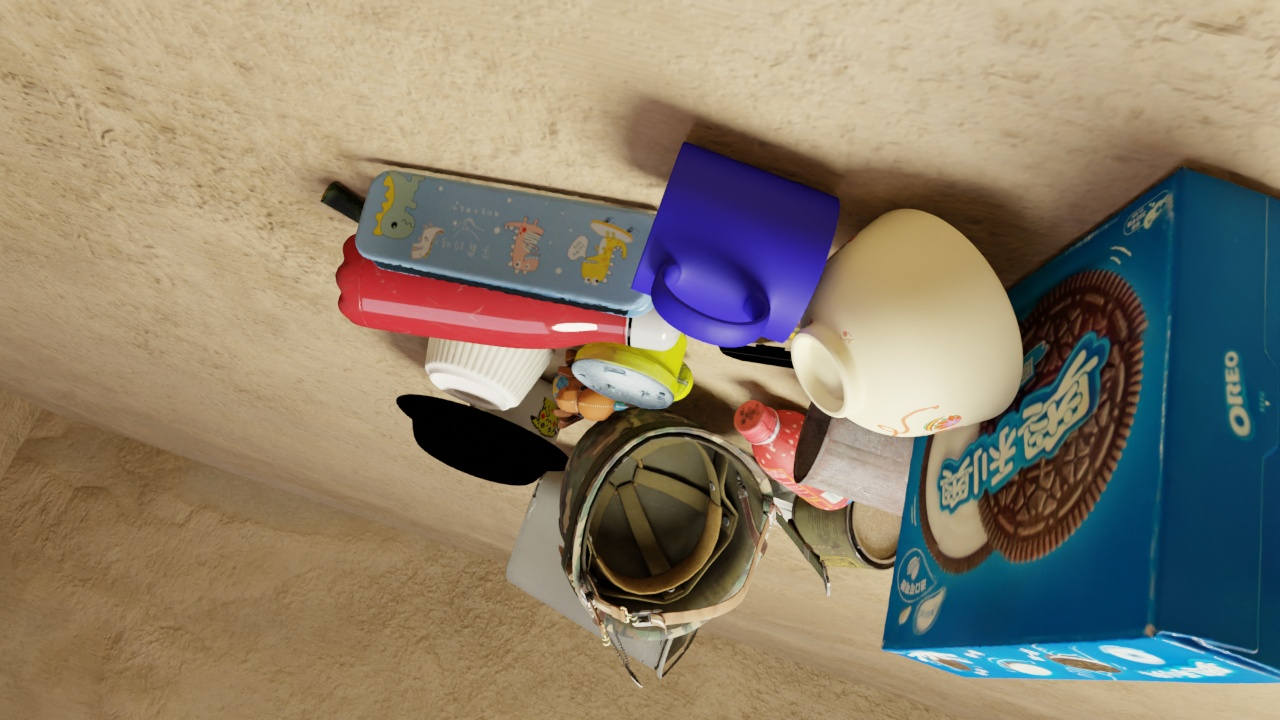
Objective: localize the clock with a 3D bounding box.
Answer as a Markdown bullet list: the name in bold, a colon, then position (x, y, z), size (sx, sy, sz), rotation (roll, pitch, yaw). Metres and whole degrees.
- **clock**: position (-0.004, 0.004, 0.718), size (0.083, 0.057, 0.119), rotation (12, 158, 18)

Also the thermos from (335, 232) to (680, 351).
- **thermos**: position (-0.089, -0.044, 0.646), size (0.240, 0.073, 0.073), rotation (8, 159, 5)

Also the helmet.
- **helmet**: position (0.026, 0.155, 0.806), size (0.236, 0.192, 0.224), rotation (-149, 41, -67)

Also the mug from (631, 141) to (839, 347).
- **mug**: position (0.044, -0.050, 0.461), size (0.083, 0.111, 0.079), rotation (20, 135, -1)

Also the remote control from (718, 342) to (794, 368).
- **remote control**: position (0.100, -0.002, 0.633), size (0.028, 0.011, 0.124), rotation (18, 176, -33)

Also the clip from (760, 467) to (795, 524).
- **clip**: position (0.107, 0.132, 0.973), size (0.125, 0.089, 0.151), rotation (19, 171, 7)

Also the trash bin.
- **trash bin**: position (-0.023, 0.238, 1.128), size (0.220, 0.197, 0.197), rotation (21, -176, 16)

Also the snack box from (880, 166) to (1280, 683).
- **snack box**: position (0.203, 0.051, 0.450), size (0.056, 0.195, 0.239), rotation (17, 160, -4)

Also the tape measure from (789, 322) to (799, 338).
- **tape measure**: position (0.106, -0.032, 0.566), size (0.059, 0.030, 0.068), rotation (9, 157, 20)

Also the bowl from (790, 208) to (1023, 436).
- **bowl**: position (0.120, -0.008, 0.463), size (0.118, 0.074, 0.118), rotation (55, 161, 29)

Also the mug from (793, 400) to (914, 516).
- **mug**: position (0.173, 0.066, 0.675), size (0.110, 0.096, 0.123), rotation (23, 168, 2)

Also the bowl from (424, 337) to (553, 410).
- **bowl**: position (-0.143, 0.001, 0.828), size (0.115, 0.062, 0.115), rotation (17, 160, 6)

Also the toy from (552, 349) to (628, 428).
- **toy**: position (-0.027, 0.030, 0.797), size (0.103, 0.071, 0.090), rotation (4, -170, -16)

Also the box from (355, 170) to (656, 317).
- **box**: position (-0.085, -0.077, 0.572), size (0.210, 0.066, 0.052), rotation (12, 152, 20)

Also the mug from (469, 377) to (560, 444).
- **mug**: position (-0.132, 0.050, 0.934), size (0.094, 0.068, 0.115), rotation (4, 155, 35)

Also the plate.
- **plate**: position (-0.161, 0.090, 0.908), size (0.184, 0.036, 0.184), rotation (17, 160, 6)

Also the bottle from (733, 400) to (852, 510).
- **bottle**: position (0.130, 0.076, 0.776), size (0.062, 0.061, 0.137), rotation (-2, 151, 45)

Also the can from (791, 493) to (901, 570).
- **can**: position (0.200, 0.150, 0.861), size (0.090, 0.089, 0.075), rotation (30, 157, -27)

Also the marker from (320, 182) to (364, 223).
- **marker**: position (-0.173, -0.087, 0.693), size (0.146, 0.017, 0.017), rotation (33, 156, -32)
